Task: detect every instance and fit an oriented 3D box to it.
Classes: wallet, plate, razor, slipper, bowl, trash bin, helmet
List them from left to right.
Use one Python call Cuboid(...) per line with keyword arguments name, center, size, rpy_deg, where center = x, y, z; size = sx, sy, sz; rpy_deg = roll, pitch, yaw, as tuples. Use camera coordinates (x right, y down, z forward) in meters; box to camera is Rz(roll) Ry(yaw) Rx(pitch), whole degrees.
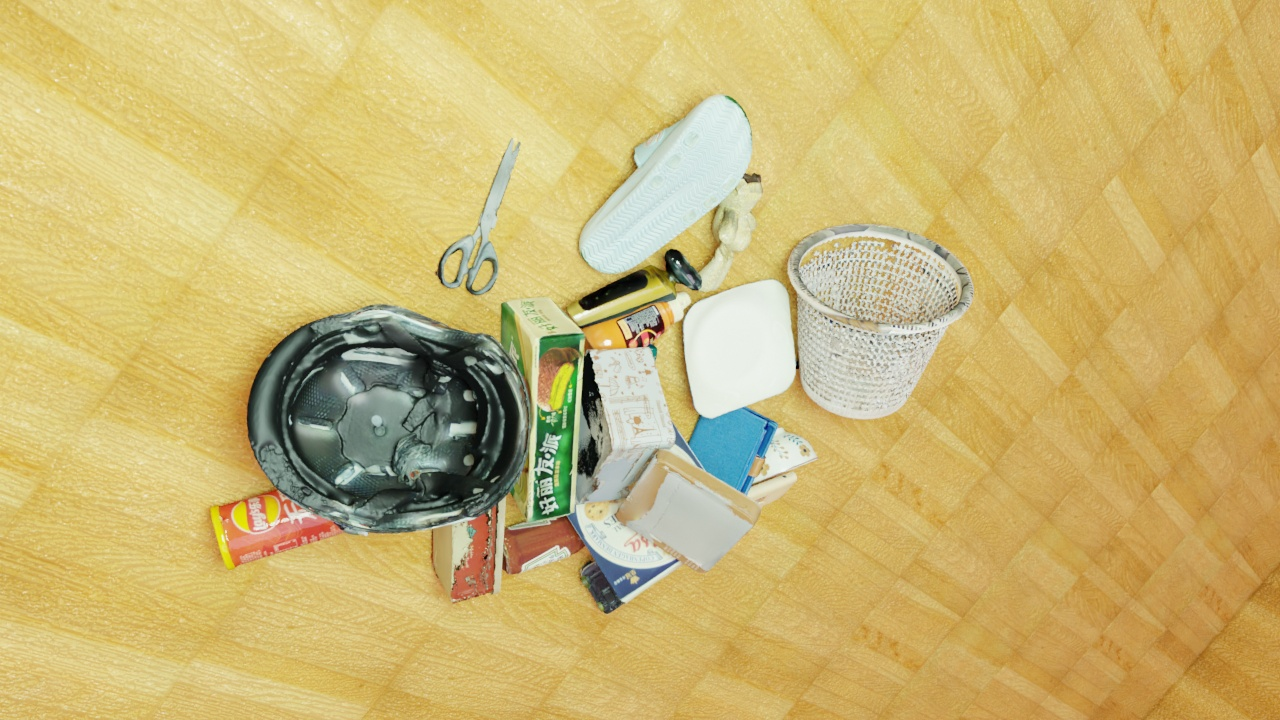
Cuboid(name="helmet", center=(-0.259, 0.067, 0.960), size=(0.273, 0.157, 0.230), rpy_deg=(4, 79, -18))
Cuboid(name="razor", center=(-0.009, -0.082, 1.070), size=(0.167, 0.062, 0.068), rpy_deg=(-24, 148, -17))
Cuboid(name="slipper", center=(0.025, -0.198, 1.038), size=(0.246, 0.074, 0.104), rpy_deg=(-42, 131, 17))
Cuboid(name="wallet", center=(0.116, 0.121, 1.242), size=(0.040, 0.106, 0.133), rpy_deg=(-16, 130, -63))
Cuboid(name="plate", center=(0.124, -0.018, 1.195), size=(0.164, 0.034, 0.164), rpy_deg=(-18, 112, -22))
Cuboid(name="wallet", center=(0.165, 0.203, 1.335), size=(0.115, 0.024, 0.087), rpy_deg=(-18, 155, -24))
Cuboid(name="bowl", center=(0.185, 0.132, 1.291), size=(0.113, 0.114, 0.062), rpy_deg=(-19, 81, -19))
Cuboid(name="trash bin", center=(0.294, -0.039, 1.195), size=(0.227, 0.227, 0.192), rpy_deg=(-17, 135, -20))

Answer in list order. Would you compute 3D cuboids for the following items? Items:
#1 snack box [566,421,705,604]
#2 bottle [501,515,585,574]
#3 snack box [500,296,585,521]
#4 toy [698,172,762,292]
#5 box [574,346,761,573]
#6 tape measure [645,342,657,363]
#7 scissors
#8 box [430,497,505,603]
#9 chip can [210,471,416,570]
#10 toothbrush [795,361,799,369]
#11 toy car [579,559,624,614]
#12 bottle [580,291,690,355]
Cuboid(name="snack box", center=(0.003, 0.182, 1.168), size=(0.177, 0.182, 0.046), rpy_deg=(-32, 166, -11))
Cuboid(name="bottle", center=(-0.087, 0.224, 1.205), size=(0.205, 0.060, 0.060), rpy_deg=(-14, 121, -24))
Cuboid(name="snack box", center=(-0.118, 0.057, 1.065), size=(0.063, 0.114, 0.240), rpy_deg=(-8, 119, -25))
Cuboid(name="toy", center=(0.103, -0.154, 1.114), size=(0.105, 0.066, 0.157), rpy_deg=(-21, 135, -58))
Cuboid(name="box", center=(0.004, 0.123, 1.055), size=(0.126, 0.273, 0.179), rpy_deg=(-29, 162, -31))
Cuboid(name="tape measure", center=(-0.007, 0.007, 1.155), size=(0.058, 0.025, 0.055), rpy_deg=(-7, 117, -25))
Cuboid(name="scissors", center=(-0.159, -0.151, 0.999), size=(0.174, 0.014, 0.136), rpy_deg=(-40, 126, -8))
Cuboid(name="box", center=(-0.216, 0.203, 1.103), size=(0.079, 0.091, 0.168), rpy_deg=(-9, 119, -29))
Cuboid(name="chip can", center=(-0.355, 0.165, 1.019), size=(0.216, 0.073, 0.073), rpy_deg=(-15, 121, -21))
Cuboid(name="toothbrush", center=(0.202, 0.010, 1.278), size=(0.189, 0.016, 0.014), rpy_deg=(-5, 125, -28))
Cuboid(name="toy car", center=(-0.055, 0.314, 1.286), size=(0.042, 0.035, 0.090), rpy_deg=(-34, 121, -11))
Cuboid(name="bottle", center=(-0.001, -0.044, 1.113), size=(0.149, 0.067, 0.067), rpy_deg=(-30, 126, -20))
